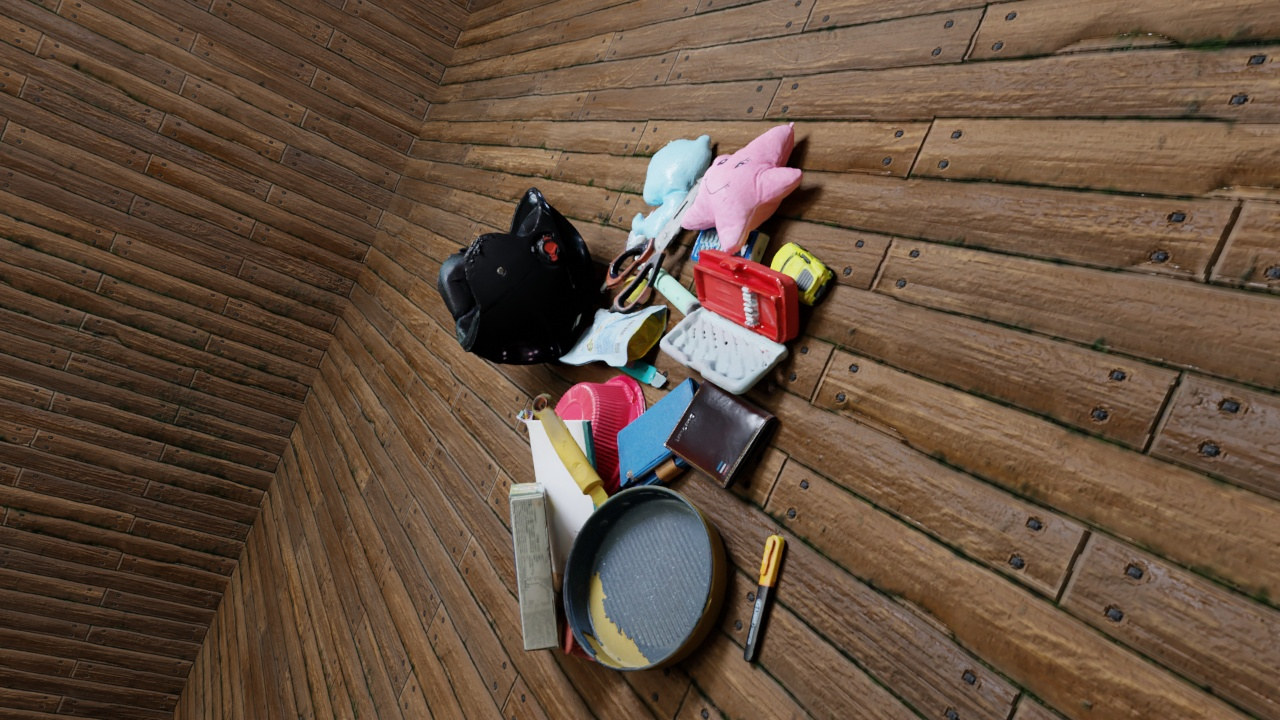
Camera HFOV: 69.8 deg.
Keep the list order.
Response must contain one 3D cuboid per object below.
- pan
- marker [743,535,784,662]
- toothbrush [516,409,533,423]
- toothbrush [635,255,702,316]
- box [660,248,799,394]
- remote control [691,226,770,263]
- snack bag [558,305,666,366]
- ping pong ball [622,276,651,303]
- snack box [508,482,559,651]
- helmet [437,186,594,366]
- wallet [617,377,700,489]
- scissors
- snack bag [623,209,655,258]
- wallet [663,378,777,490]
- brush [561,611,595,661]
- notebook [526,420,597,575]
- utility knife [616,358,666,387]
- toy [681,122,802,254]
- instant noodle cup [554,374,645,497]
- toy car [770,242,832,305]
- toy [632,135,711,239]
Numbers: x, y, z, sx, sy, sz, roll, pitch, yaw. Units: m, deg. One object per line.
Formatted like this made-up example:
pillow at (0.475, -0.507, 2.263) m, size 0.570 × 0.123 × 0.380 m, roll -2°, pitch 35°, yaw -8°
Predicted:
pan at (-0.037, 0.176, 1.032) m, size 0.198 × 0.078 × 0.357 m, roll -42°, pitch 49°, yaw 14°
marker at (0.119, 0.231, 0.893) m, size 0.018 × 0.015 × 0.123 m, roll -4°, pitch 68°, yaw 63°
toothbrush at (-0.150, 0.117, 1.417) m, size 0.189 × 0.029 × 0.021 m, roll 36°, pitch 142°, yaw 59°
toothbrush at (0.033, -0.106, 1.256) m, size 0.224 × 0.026 × 0.027 m, roll -130°, pitch 45°, yaw -58°
box at (0.105, -0.047, 1.061) m, size 0.201 × 0.073 × 0.155 m, roll 34°, pitch 105°, yaw 61°
remote control at (0.111, -0.141, 1.151) m, size 0.125 × 0.024 × 0.049 m, roll 18°, pitch 86°, yaw 58°
snack bag at (-0.040, -0.035, 1.304) m, size 0.191 × 0.039 × 0.110 m, roll 1°, pitch 57°, yaw 59°
ping pong ball at (-0.005, -0.099, 1.300) m, size 0.040 × 0.040 × 0.040 m, roll -38°, pitch 40°, yaw 41°
snack box at (-0.132, 0.246, 1.134) m, size 0.182 × 0.045 × 0.178 m, roll 157°, pitch 107°, yaw -83°
helmet at (-0.181, -0.120, 1.419) m, size 0.274 × 0.230 × 0.234 m, roll -64°, pitch 21°, yaw -10°
wallet at (0.028, 0.095, 1.112) m, size 0.133 × 0.040 × 0.106 m, roll -40°, pitch 38°, yaw 28°
scissors at (0.018, -0.164, 1.261) m, size 0.192 × 0.015 × 0.206 m, roll 0°, pitch 76°, yaw 42°
snack bag at (0.009, -0.189, 1.354) m, size 0.104 × 0.026 × 0.048 m, roll -39°, pitch 36°, yaw 40°
wallet at (0.086, 0.079, 1.015) m, size 0.096 × 0.020 × 0.122 m, roll -54°, pitch 38°, yaw -3°
brush at (-0.049, 0.278, 1.084) m, size 0.063 × 0.069 × 0.145 m, roll -12°, pitch 60°, yaw 55°
notebook at (-0.093, 0.180, 1.188) m, size 0.151 × 0.012 × 0.209 m, roll -5°, pitch 93°, yaw 55°
utility knife at (-0.007, 0.007, 1.259) m, size 0.029 × 0.013 × 0.180 m, roll -63°, pitch 29°, yaw 1°
toy at (0.128, -0.220, 1.128) m, size 0.178 × 0.074 × 0.194 m, roll -50°, pitch 28°, yaw 6°
instant noodle cup at (-0.074, 0.102, 1.253) m, size 0.194 × 0.065 × 0.193 m, roll -39°, pitch 40°, yaw 43°
toy car at (0.172, -0.099, 1.014) m, size 0.048 × 0.032 × 0.105 m, roll -59°, pitch 28°, yaw 15°
toy at (0.045, -0.248, 1.303) m, size 0.162 × 0.049 × 0.156 m, roll -34°, pitch 57°, yaw 21°
